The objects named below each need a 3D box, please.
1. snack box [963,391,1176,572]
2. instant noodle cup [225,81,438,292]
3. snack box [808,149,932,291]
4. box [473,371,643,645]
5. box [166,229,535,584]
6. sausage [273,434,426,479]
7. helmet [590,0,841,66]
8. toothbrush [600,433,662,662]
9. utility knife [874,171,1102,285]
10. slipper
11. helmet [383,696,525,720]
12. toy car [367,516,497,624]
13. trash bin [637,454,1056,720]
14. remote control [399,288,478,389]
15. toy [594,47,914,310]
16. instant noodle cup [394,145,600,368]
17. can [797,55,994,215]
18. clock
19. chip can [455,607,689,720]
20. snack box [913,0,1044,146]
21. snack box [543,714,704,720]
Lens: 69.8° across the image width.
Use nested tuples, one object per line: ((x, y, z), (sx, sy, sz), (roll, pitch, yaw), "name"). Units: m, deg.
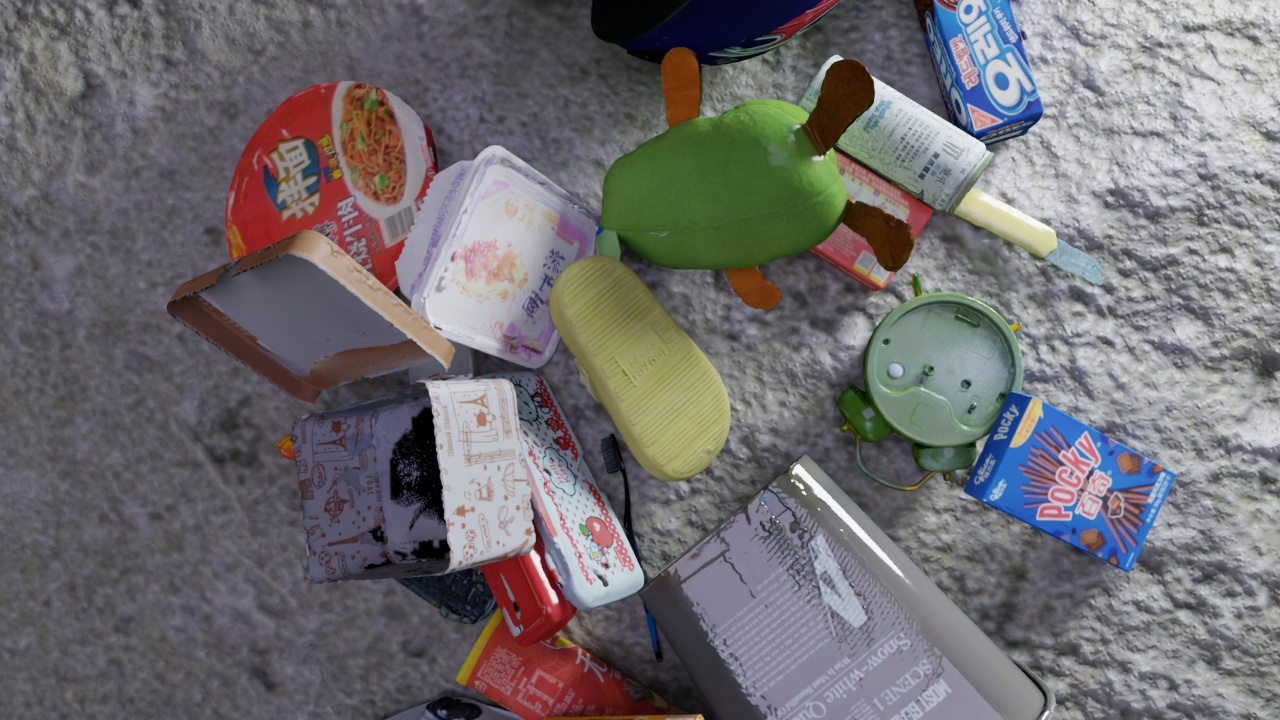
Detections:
((0.324, 0.092, 0.688), (0.157, 0.026, 0.084), (25, 90, -19), "snack box")
((-0.231, -0.118, 0.730), (0.194, 0.065, 0.193), (-2, 83, 19), "instant noodle cup")
((0.147, -0.126, 0.736), (0.153, 0.025, 0.075), (32, 91, 5), "snack box")
((-0.080, 0.106, 0.714), (0.101, 0.096, 0.201), (-14, 66, -37), "box")
((-0.193, 0.037, 0.645), (0.180, 0.130, 0.272), (-13, 110, 38), "box")
((-0.226, 0.083, 0.760), (0.165, 0.021, 0.021), (9, 89, 4), "sausage")
((0.040, -0.328, 0.640), (0.315, 0.247, 0.240), (-35, 122, -4), "helmet")
((-0.007, 0.153, 0.746), (0.016, 0.014, 0.189), (-12, 88, 5), "toothbrush")
((0.279, -0.113, 0.728), (0.195, 0.020, 0.031), (29, 92, 12), "utility knife")
((-0.004, 0.004, 0.720), (0.091, 0.082, 0.190), (-36, 102, -14), "slipper")
((-0.152, 0.384, 0.684), (0.259, 0.146, 0.229), (-8, 88, 4), "helmet")
((-0.167, 0.167, 0.747), (0.121, 0.036, 0.054), (28, 93, 14), "toy car")
((0.129, 0.199, 0.652), (0.199, 0.198, 0.219), (-39, 80, 2), "trash bin")
((-0.169, -0.043, 0.760), (0.056, 0.019, 0.135), (-8, 88, 4), "remote control")
((0.070, -0.126, 0.679), (0.247, 0.089, 0.227), (-4, 125, 30), "toy")
((-0.110, -0.078, 0.694), (0.060, 0.173, 0.138), (24, 90, 27), "instant noodle cup")
((0.194, -0.174, 0.709), (0.147, 0.058, 0.058), (36, 91, 11), "can")
((0.221, 0.023, 0.711), (0.116, 0.056, 0.161), (26, 90, 5), "clock")
((-0.034, 0.272, 0.715), (0.216, 0.073, 0.073), (29, 91, 5), "chip can")
((0.253, -0.273, 0.717), (0.058, 0.057, 0.207), (-16, 88, 6), "snack box")
((-0.002, 0.282, 0.637), (0.154, 0.026, 0.075), (-19, 111, 39), "snack box")
